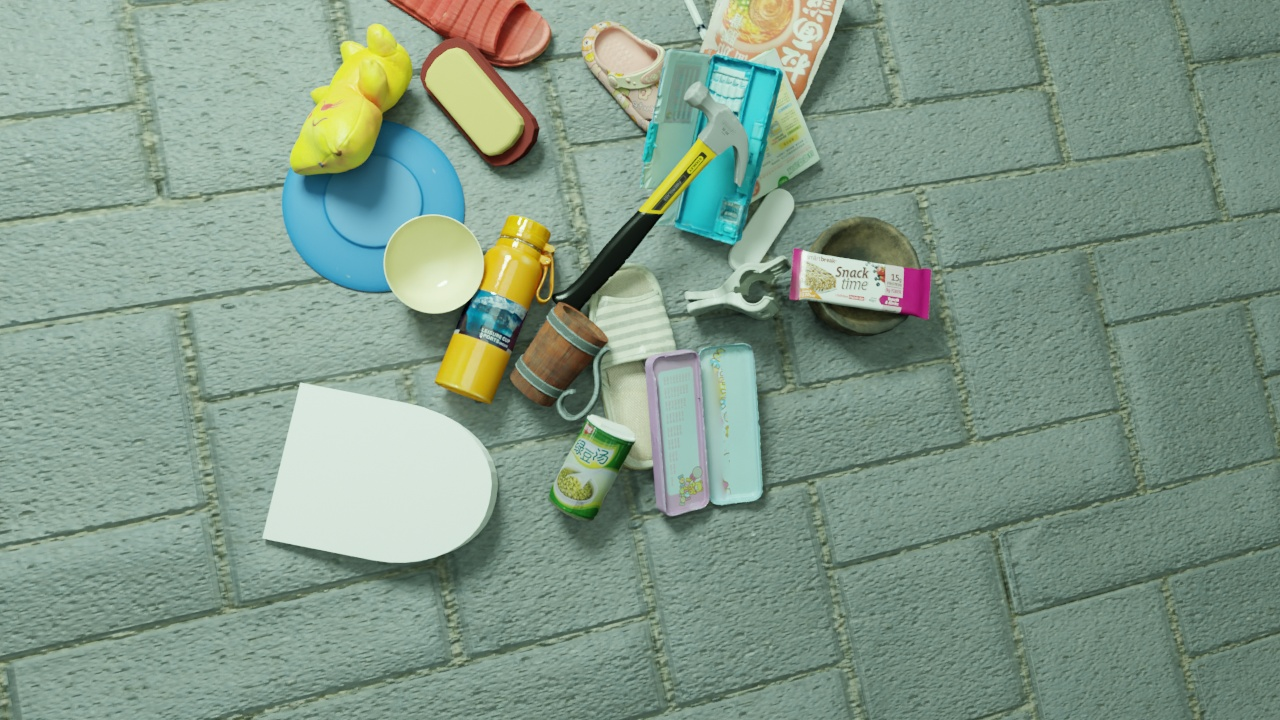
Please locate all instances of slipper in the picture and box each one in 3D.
[{"bbox_3d":[-0.234,-0.468,1.192,0.248,0.059,0.103,25,80,-7],"label":"slipper"},{"bbox_3d":[0.005,-0.378,1.220,0.197,0.081,0.093,41,79,-3],"label":"slipper"},{"bbox_3d":[-0.007,0.007,1.196,0.114,0.054,0.272,-4,86,-7],"label":"slipper"}]

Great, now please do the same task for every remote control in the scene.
[{"bbox_3d":[0.167,-0.179,1.267,0.043,0.013,0.136,35,79,-6],"label":"remote control"}]

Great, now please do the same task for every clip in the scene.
[{"bbox_3d":[0.136,-0.078,1.200,0.152,0.126,0.105,-31,80,9],"label":"clip"}]

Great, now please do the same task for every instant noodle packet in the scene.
[{"bbox_3d":[0.175,-0.455,1.278,0.164,0.084,0.221,21,92,-13],"label":"instant noodle packet"}]

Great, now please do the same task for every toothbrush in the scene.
[{"bbox_3d":[0.054,-0.532,1.277,0.012,0.017,0.187,-25,90,-25],"label":"toothbrush"}]

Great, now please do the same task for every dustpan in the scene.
[{"bbox_3d":[-0.309,0.148,1.136,0.258,0.053,0.191,11,82,1],"label":"dustpan"}]

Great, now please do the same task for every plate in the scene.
[{"bbox_3d":[-0.337,-0.200,1.161,0.224,0.024,0.224,1,84,-11],"label":"plate"}]

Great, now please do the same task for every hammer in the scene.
[{"bbox_3d":[0.009,-0.181,1.148,0.127,0.029,0.324,37,103,-24],"label":"hammer"}]

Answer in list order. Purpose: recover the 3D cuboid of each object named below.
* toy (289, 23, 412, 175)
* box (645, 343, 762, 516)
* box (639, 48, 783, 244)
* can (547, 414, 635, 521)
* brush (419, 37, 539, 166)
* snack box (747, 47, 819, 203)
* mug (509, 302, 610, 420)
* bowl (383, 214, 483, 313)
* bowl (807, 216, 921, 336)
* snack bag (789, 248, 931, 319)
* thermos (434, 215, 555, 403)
[{"bbox_3d":[-0.351,-0.308,1.125,0.087,0.135,0.193,37,58,-39],"label":"toy"},{"bbox_3d":[0.084,0.089,1.188,0.151,0.041,0.214,-7,100,-16],"label":"box"},{"bbox_3d":[0.078,-0.274,1.176,0.168,0.086,0.228,6,112,-15],"label":"box"},{"bbox_3d":[-0.060,0.133,1.145,0.067,0.067,0.121,26,97,-8],"label":"can"},{"bbox_3d":[-0.208,-0.330,1.173,0.082,0.041,0.173,-39,93,17],"label":"brush"},{"bbox_3d":[0.157,-0.315,1.244,0.131,0.027,0.168,-33,112,-13],"label":"snack box"},{"bbox_3d":[-0.091,0.006,1.144,0.117,0.081,0.111,41,101,12],"label":"mug"},{"bbox_3d":[-0.258,-0.120,1.132,0.118,0.074,0.118,-3,99,-18],"label":"bowl"},{"bbox_3d":[0.295,-0.111,1.256,0.162,0.070,0.162,1,84,-11],"label":"bowl"},{"bbox_3d":[0.292,-0.101,1.209,0.196,0.016,0.070,8,81,-11],"label":"snack bag"},{"bbox_3d":[-0.175,-0.063,1.157,0.091,0.076,0.232,26,78,-33],"label":"thermos"}]
